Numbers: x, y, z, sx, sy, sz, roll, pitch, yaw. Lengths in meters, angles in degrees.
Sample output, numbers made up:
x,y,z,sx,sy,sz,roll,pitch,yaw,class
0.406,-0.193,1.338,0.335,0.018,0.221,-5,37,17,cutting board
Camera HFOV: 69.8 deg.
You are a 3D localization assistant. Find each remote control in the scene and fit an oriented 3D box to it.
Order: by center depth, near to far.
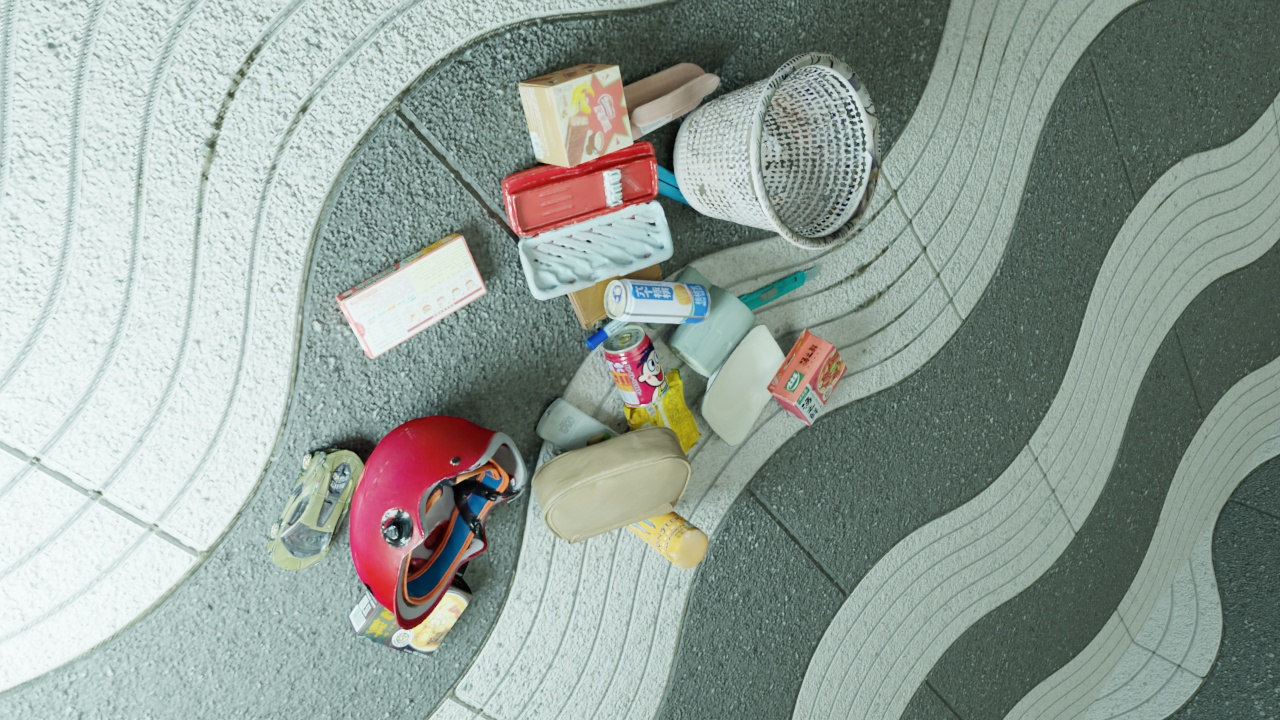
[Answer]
x,y,z,sx,sy,sz,roll,pitch,yaw,class
-0.075,0.104,1.236,0.150,0.021,0.058,36,87,-38,remote control

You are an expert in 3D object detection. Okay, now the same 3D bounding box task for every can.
x,y,z,sx,sy,sz,roll,pitch,yaw,class
0.022,-0.075,1.176,0.134,0.053,0.053,1,106,-34,can
-0.007,0.007,1.220,0.066,0.066,0.094,-36,123,-20,can
0.030,0.233,1.277,0.058,0.146,0.058,-13,113,-32,can

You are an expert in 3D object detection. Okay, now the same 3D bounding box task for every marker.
x,y,z,sx,sy,sz,roll,pitch,yaw,class
-0.014,-0.062,1.218,0.145,0.017,0.017,-39,125,-22,marker

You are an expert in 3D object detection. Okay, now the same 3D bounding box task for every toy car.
x,y,z,sx,sy,sz,roll,pitch,yaw,class
-0.366,0.170,1.042,0.070,0.042,0.158,24,95,-38,toy car

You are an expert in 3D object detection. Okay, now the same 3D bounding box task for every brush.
x,y,z,sx,sy,sz,roll,pitch,yaw,class
0.029,-0.321,1.125,0.145,0.073,0.063,-31,121,-25,brush

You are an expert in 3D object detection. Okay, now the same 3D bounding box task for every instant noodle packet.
x,y,z,sx,sy,sz,roll,pitch,yaw,class
0.029,0.089,1.291,0.110,0.044,0.128,-39,128,-26,instant noodle packet

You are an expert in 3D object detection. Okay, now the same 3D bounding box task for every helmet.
x,y,z,sx,sy,sz,roll,pitch,yaw,class
-0.251,0.166,1.043,0.240,0.144,0.207,-60,164,-5,helmet

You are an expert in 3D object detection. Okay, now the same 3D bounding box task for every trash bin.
x,y,z,sx,sy,sz,roll,pitch,yaw,class
0.155,-0.256,1.149,0.227,0.192,0.227,-7,102,-38,trash bin

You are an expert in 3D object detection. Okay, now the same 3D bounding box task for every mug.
x,y,z,sx,sy,sz,roll,pitch,yaw,class
0.081,-0.052,1.264,0.124,0.084,0.103,39,83,-11,mug

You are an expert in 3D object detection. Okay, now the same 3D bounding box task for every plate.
x,y,z,sx,sy,sz,roll,pitch,yaw,class
0.145,0.033,1.342,0.163,0.034,0.164,-54,142,-10,plate

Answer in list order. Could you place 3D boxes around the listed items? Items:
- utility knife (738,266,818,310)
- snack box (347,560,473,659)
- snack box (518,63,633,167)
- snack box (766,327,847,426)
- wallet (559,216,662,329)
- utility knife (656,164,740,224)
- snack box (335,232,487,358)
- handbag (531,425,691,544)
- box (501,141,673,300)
x,y,z,sx,sy,sz,roll,pitch,yaw,class
0.201,-0.105,1.362,0.177,0.013,0.029,-26,121,-26,utility knife
-0.281,0.296,1.145,0.113,0.053,0.125,36,90,-38,snack box
-0.074,-0.285,1.061,0.094,0.077,0.093,-26,120,-26,snack box
0.259,0.027,1.409,0.113,0.044,0.127,-56,147,-5,snack box
-0.035,-0.108,1.179,0.130,0.035,0.119,-34,124,-19,wallet
0.073,-0.221,1.228,0.207,0.018,0.034,16,96,-39,utility knife
-0.256,-0.075,1.039,0.155,0.027,0.077,-33,122,-22,snack box
-0.038,0.161,1.210,0.204,0.099,0.148,-16,138,-11,handbag
-0.060,-0.173,1.119,0.200,0.050,0.161,-20,110,-22,box
